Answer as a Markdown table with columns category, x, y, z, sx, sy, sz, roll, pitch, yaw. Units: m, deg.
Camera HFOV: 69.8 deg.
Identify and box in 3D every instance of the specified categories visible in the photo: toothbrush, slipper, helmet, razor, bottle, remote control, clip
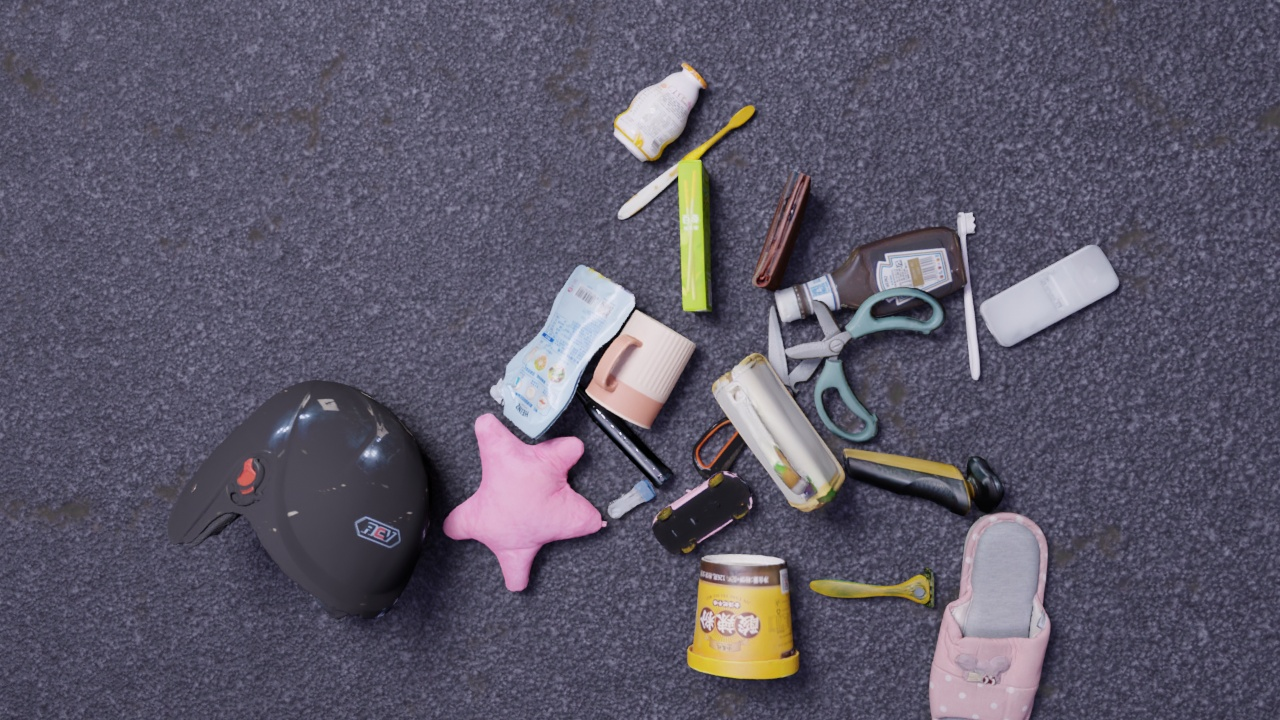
| category | x | y | z | sx | sy | sz | roll | pitch | yaw |
| --- | --- | --- | --- | --- | --- | --- | --- | --- | --- |
| toothbrush | 0.050 | -0.218 | 1.019 | 0.191 | 0.018 | 0.016 | -38 | 85 | 11 |
| toothbrush | -0.046 | 0.061 | 1.040 | 0.027 | 0.026 | 0.212 | -45 | 83 | -5 |
| slipper | 0.374 | 0.297 | 0.974 | 0.114 | 0.054 | 0.274 | 10 | 94 | 7 |
| helmet | -0.333 | 0.148 | 0.974 | 0.275 | 0.233 | 0.230 | 27 | 78 | 46 |
| razor | 0.300 | 0.122 | 0.983 | 0.167 | 0.062 | 0.067 | 11 | 64 | 13 |
| toothbrush | 0.354 | -0.069 | 0.980 | 0.016 | 0.016 | 0.180 | -5 | 91 | 3 |
| razor | 0.253 | 0.249 | 1.006 | 0.133 | 0.028 | 0.043 | -1 | 96 | 10 |
| bottle | 0.241 | -0.083 | 0.976 | 0.195 | 0.044 | 0.080 | -16 | 101 | 7 |
| bottle | 0.023 | -0.270 | 0.995 | 0.063 | 0.063 | 0.108 | 45 | 98 | 4 |
| remote control | 0.429 | -0.068 | 0.966 | 0.136 | 0.020 | 0.056 | -30 | 87 | 9 |
| clip | -0.012 | 0.158 | 1.043 | 0.058 | 0.036 | 0.026 | -32 | 90 | 9 |

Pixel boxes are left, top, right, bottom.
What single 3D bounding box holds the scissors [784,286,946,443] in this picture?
| category | x | y | z | sx | sy | sz | roll | pitch | yaw |
| --- | --- | --- | --- | --- | --- | --- | --- | --- | --- |
| scissors | 0.245 | 0.005 | 0.973 | 0.171 | 0.019 | 0.170 | -14 | 106 | 6 |

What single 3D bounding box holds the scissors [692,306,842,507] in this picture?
| category | x | y | z | sx | sy | sz | roll | pitch | yaw |
| --- | --- | --- | --- | --- | --- | --- | --- | --- | --- |
| scissors | 0.146 | 0.061 | 1.013 | 0.228 | 0.021 | 0.221 | -25 | 89 | 9 |

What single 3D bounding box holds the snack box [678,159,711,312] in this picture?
| category | x | y | z | sx | sy | sz | roll | pitch | yaw |
| --- | --- | --- | --- | --- | --- | --- | --- | --- | --- |
| snack box | 0.060 | -0.130 | 0.985 | 0.026 | 0.085 | 0.156 | -1 | 93 | 9 |

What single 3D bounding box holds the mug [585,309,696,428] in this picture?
| category | x | y | z | sx | sy | sz | roll | pitch | yaw |
| --- | --- | --- | --- | --- | --- | --- | --- | --- | --- |
| mug | -0.006 | 0.006 | 0.989 | 0.082 | 0.114 | 0.106 | 33 | 95 | 30 |

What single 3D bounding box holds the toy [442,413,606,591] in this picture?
| category | x | y | z | sx | sy | sz | roll | pitch | yaw |
| --- | --- | --- | --- | --- | --- | --- | --- | --- | --- |
| toy | -0.127 | 0.168 | 1.034 | 0.178 | 0.074 | 0.195 | 18 | 98 | 5 |

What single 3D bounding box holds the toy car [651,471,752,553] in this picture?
| category | x | y | z | sx | sy | sz | roll | pitch | yaw |
| --- | --- | --- | --- | --- | --- | --- | --- | --- | --- |
| toy car | 0.069 | 0.168 | 1.019 | 0.122 | 0.037 | 0.056 | -36 | 96 | 15 |

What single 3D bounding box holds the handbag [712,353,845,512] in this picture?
| category | x | y | z | sx | sy | sz | roll | pitch | yaw |
| --- | --- | --- | --- | --- | --- | --- | --- | --- | --- |
| handbag | 0.131 | 0.078 | 0.918 | 0.063 | 0.178 | 0.163 | -37 | 83 | 14 |

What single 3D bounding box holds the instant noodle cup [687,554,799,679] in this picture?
| category | x | y | z | sx | sy | sz | roll | pitch | yaw |
| --- | --- | --- | --- | --- | --- | --- | --- | --- | --- |
| instant noodle cup | 0.111 | 0.271 | 0.985 | 0.118 | 0.118 | 0.114 | 1 | 85 | 8 |

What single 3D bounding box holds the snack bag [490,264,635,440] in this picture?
| category | x | y | z | sx | sy | sz | roll | pitch | yaw |
| --- | --- | --- | --- | --- | --- | --- | --- | --- | --- |
| snack bag | -0.089 | -0.011 | 1.011 | 0.110 | 0.039 | 0.191 | 33 | 88 | 34 |

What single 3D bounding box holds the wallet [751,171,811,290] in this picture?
| category | x | y | z | sx | sy | sz | roll | pitch | yaw |
| --- | --- | --- | --- | --- | --- | --- | --- | --- | --- |
| wallet | 0.148 | -0.133 | 0.964 | 0.032 | 0.101 | 0.124 | 19 | 95 | 9 |
